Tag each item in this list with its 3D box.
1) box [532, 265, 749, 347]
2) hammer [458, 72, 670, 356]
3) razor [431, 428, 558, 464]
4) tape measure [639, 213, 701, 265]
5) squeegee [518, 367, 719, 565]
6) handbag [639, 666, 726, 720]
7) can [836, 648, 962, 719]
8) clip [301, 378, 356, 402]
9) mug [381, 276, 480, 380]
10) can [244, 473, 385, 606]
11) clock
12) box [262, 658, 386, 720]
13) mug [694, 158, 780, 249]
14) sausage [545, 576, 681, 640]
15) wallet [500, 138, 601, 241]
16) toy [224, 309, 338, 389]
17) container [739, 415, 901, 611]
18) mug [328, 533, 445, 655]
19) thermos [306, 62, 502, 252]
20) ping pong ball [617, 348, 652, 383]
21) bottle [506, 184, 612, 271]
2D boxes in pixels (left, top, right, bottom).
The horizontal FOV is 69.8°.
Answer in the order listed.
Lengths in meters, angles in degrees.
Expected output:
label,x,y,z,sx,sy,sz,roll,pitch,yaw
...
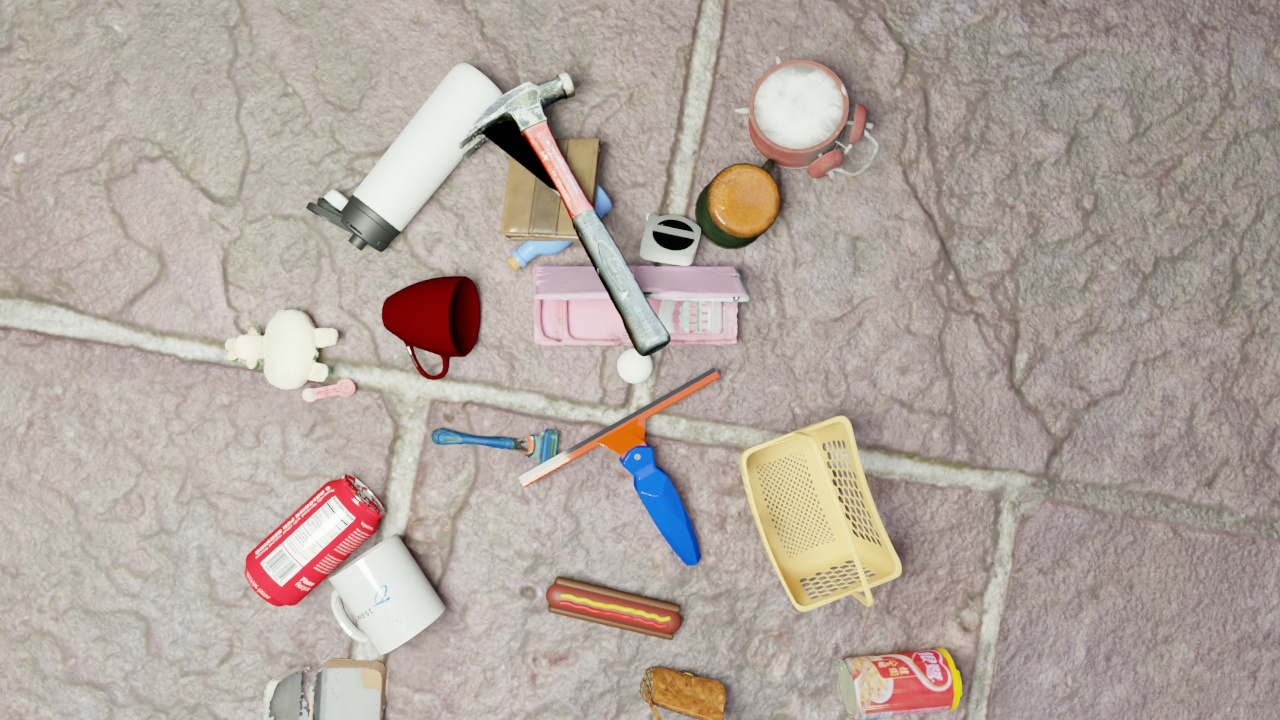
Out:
label,x,y,z,sx,sy,sz,roll,pitch,yaw
box,-0.002,-0.063,0.999,0.232,0.107,0.099,1,89,-5
hammer,-0.068,-0.145,0.950,0.140,0.036,0.326,-27,75,-7
razor,-0.163,0.090,1.026,0.141,0.018,0.044,7,89,-1
tape measure,0.033,-0.137,1.032,0.065,0.017,0.064,12,53,3
squeegee,0.019,0.150,1.023,0.249,0.055,0.185,-29,102,-5
handbag,0.054,0.372,0.951,0.093,0.196,0.043,20,93,-7
can,0.290,0.365,1.036,0.124,0.067,0.066,-4,89,-5
clip,-0.343,0.033,1.004,0.060,0.044,0.023,-10,93,8
mug,-0.232,-0.036,0.995,0.088,0.087,0.114,3,94,12
can,-0.347,0.192,0.979,0.142,0.074,0.074,-43,93,-4
clock,0.193,-0.264,1.038,0.157,0.062,0.110,37,86,10
box,-0.335,0.434,0.966,0.114,0.096,0.217,2,89,-9
mug,0.117,-0.183,1.023,0.085,0.081,0.111,37,86,-3
sausage,-0.030,0.276,1.023,0.155,0.040,0.040,14,88,-5
wallet,-0.096,-0.185,0.993,0.099,0.027,0.121,2,73,9
toy,-0.383,-0.012,0.992,0.112,0.050,0.087,2,88,-2
container,0.188,0.163,0.981,0.129,0.167,0.183,-20,91,-5
mug,-0.284,0.258,0.988,0.120,0.083,0.096,-32,92,23
thermos,-0.255,-0.226,1.003,0.101,0.068,0.230,38,87,10
ping pong ball,-0.006,0.006,1.030,0.040,0.040,0.040,0,89,-5
bottle,-0.095,-0.147,1.021,0.131,0.048,0.048,-41,92,-5
